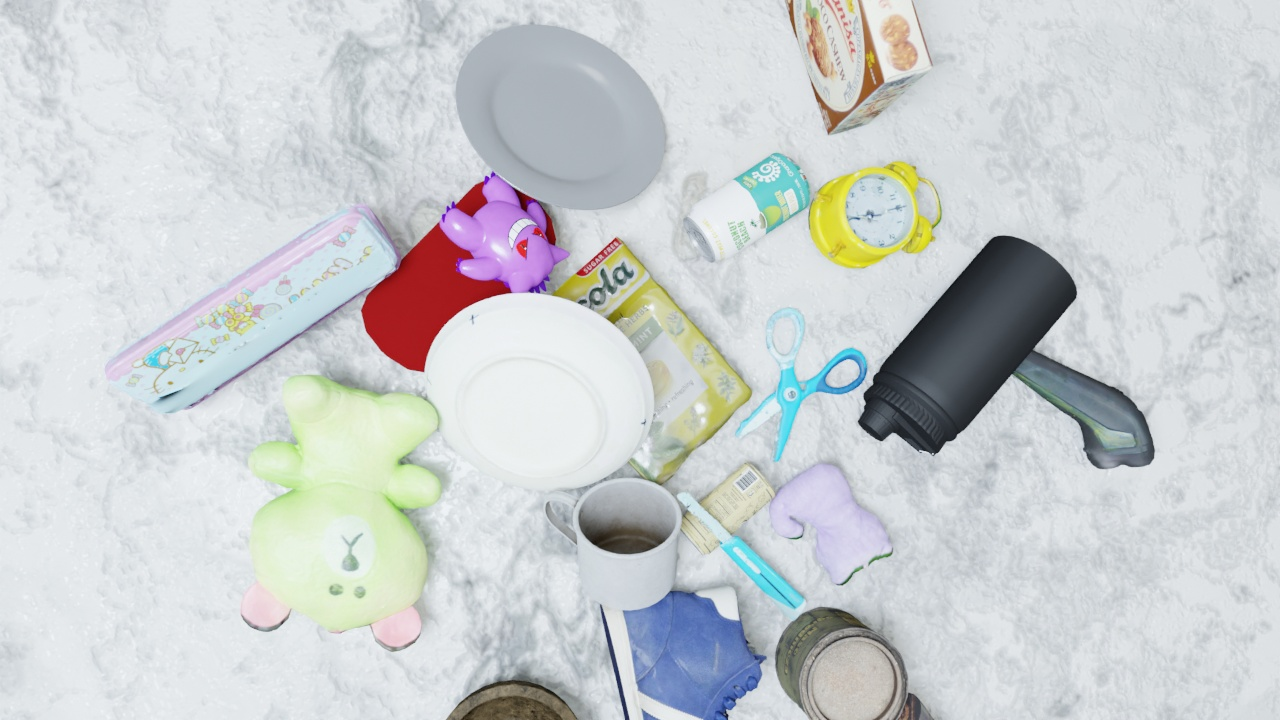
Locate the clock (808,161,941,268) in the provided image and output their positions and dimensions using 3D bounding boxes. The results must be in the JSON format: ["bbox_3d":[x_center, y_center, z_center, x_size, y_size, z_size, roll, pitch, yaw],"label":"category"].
[{"bbox_3d":[0.203,-0.126,0.788,0.118,0.057,0.083,-14,89,-15],"label":"clock"}]

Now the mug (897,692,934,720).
[{"bbox_3d":[0.218,0.354,0.765,0.116,0.079,0.107,-38,93,21],"label":"mug"}]

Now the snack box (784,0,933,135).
[{"bbox_3d":[0.170,-0.274,0.744,0.041,0.147,0.143,-17,90,-7],"label":"snack box"}]

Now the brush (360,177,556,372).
[{"bbox_3d":[-0.147,-0.068,0.752,0.082,0.042,0.173,43,84,-3],"label":"brush"}]

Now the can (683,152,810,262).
[{"bbox_3d":[0.090,-0.128,0.775,0.101,0.055,0.055,-34,91,-7],"label":"can"}]

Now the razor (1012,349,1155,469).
[{"bbox_3d":[0.382,0.041,0.807,0.151,0.054,0.067,33,101,2],"label":"razor"}]

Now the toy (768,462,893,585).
[{"bbox_3d":[0.159,0.140,0.782,0.080,0.036,0.099,-33,86,3],"label":"toy"}]

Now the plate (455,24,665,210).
[{"bbox_3d":[-0.064,-0.199,0.753,0.178,0.012,0.178,9,65,-20],"label":"plate"}]

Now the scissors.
[{"bbox_3d":[0.142,0.029,0.796,0.118,0.013,0.140,14,83,-6],"label":"scissors"}]

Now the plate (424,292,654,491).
[{"bbox_3d":[-0.082,0.036,0.708,0.182,0.034,0.183,3,122,5],"label":"plate"}]

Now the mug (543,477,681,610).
[{"bbox_3d":[-0.024,0.142,0.731,0.113,0.084,0.071,13,129,16],"label":"mug"}]

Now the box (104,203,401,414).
[{"bbox_3d":[-0.294,-0.054,0.690,0.214,0.091,0.090,-34,58,-3],"label":"box"}]

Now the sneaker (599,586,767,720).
[{"bbox_3d":[0.052,0.295,0.740,0.118,0.091,0.233,-13,81,-9],"label":"sneaker"}]

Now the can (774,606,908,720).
[{"bbox_3d":[0.164,0.257,0.756,0.090,0.074,0.090,0,87,-6],"label":"can"}]

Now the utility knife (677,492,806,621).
[{"bbox_3d":[0.082,0.161,0.755,0.022,0.015,0.167,-44,112,4],"label":"utility knife"}]

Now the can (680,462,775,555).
[{"bbox_3d":[0.072,0.125,0.770,0.079,0.038,0.038,-40,92,-7],"label":"can"}]

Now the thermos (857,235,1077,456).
[{"bbox_3d":[0.268,-0.004,0.774,0.086,0.086,0.198,43,84,-3],"label":"thermos"}]

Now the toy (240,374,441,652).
[{"bbox_3d":[-0.229,0.113,0.710,0.150,0.107,0.197,12,95,-22],"label":"toy"}]

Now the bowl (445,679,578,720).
[{"bbox_3d":[-0.103,0.312,0.733,0.121,0.056,0.121,0,87,-6],"label":"bowl"}]

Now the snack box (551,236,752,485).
[{"bbox_3d":[-0.005,0.004,0.763,0.121,0.045,0.181,-42,92,-6],"label":"snack box"}]

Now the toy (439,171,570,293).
[{"bbox_3d":[-0.104,-0.089,0.707,0.088,0.056,0.105,38,49,2],"label":"toy"}]
